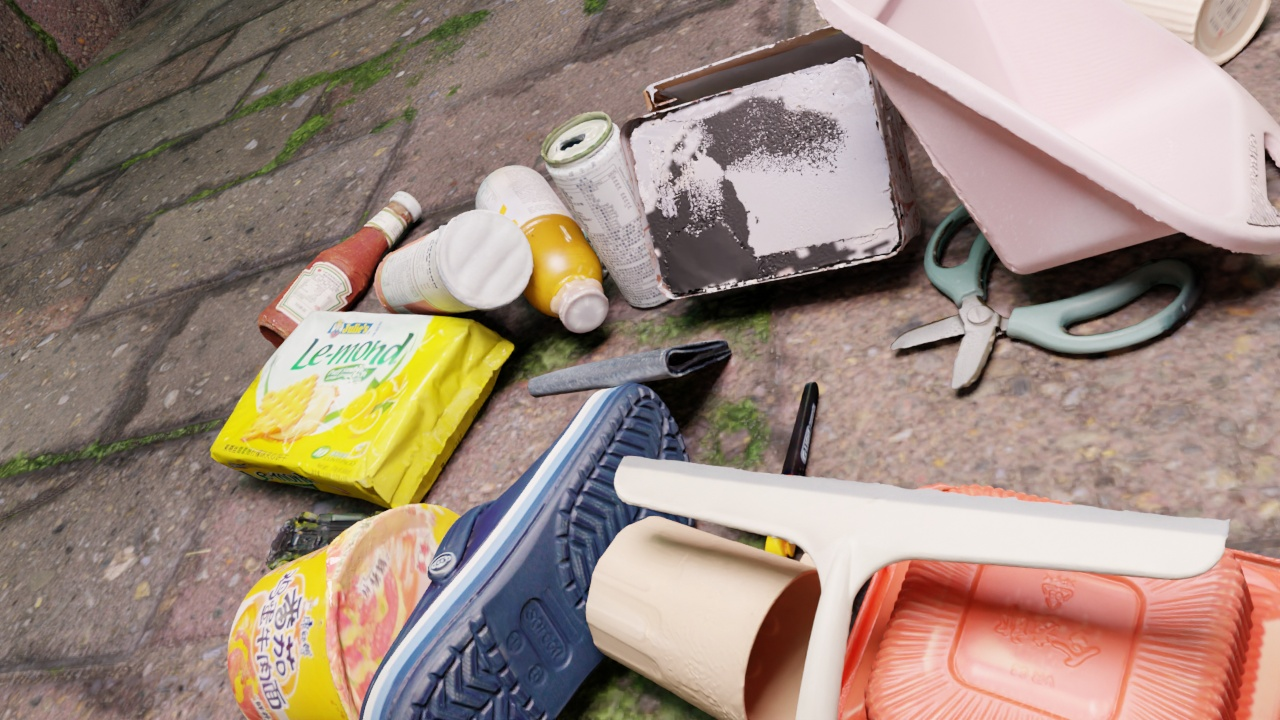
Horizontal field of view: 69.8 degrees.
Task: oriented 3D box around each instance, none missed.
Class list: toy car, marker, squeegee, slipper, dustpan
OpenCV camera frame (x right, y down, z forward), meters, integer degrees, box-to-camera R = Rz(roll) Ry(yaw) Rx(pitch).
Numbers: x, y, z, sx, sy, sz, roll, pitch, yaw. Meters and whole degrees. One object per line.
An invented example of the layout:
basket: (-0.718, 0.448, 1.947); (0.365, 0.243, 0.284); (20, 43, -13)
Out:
toy car: (-0.216, 0.136, 0.658); (0.105, 0.032, 0.048); (-4, 47, 16)
marker: (0.092, 0.062, 0.537); (0.015, 0.018, 0.123); (-6, 46, 30)
squeegee: (0.066, 0.166, 0.343); (0.247, 0.039, 0.246); (2, 82, 37)
slipper: (-0.059, 0.121, 0.506); (0.095, 0.105, 0.252); (-3, 38, 43)
dustpan: (0.246, -0.171, 0.507); (0.139, 0.273, 0.221); (-20, 28, 43)

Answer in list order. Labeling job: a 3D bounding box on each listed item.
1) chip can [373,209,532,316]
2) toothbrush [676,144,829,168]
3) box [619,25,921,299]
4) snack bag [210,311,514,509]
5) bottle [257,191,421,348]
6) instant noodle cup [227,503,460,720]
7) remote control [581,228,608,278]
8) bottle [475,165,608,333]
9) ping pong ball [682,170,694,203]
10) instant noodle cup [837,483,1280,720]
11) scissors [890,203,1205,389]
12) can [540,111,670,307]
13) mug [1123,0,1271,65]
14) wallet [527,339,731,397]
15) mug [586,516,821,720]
chip can: (-0.159, -0.070, 0.741); (0.071, 0.071, 0.215); (-50, 21, -19)
toothbrush: (0.064, -0.174, 0.786); (0.221, 0.026, 0.026); (13, 80, 41)
box: (0.105, -0.150, 0.673); (0.183, 0.157, 0.192); (-8, 11, 27)
snack bag: (-0.228, 0.038, 0.736); (0.247, 0.068, 0.157); (5, 53, 37)
bottle: (-0.295, -0.092, 0.921); (0.060, 0.060, 0.205); (9, 53, 39)
instant noodle cup: (-0.155, 0.159, 0.523); (0.110, 0.138, 0.137); (-17, 42, 30)
remote control: (-0.077, -0.094, 0.805); (0.135, 0.019, 0.056); (16, 61, 42)
bottle: (-0.078, -0.090, 0.735); (0.068, 0.068, 0.189); (-34, 46, -1)
ping pong ball: (0.034, -0.147, 0.769); (0.040, 0.040, 0.040); (-18, 42, 17)
instant noodle cup: (0.170, 0.126, 0.374); (0.189, 0.079, 0.164); (10, 59, 34)
scissors: (0.242, -0.047, 0.548); (0.179, 0.019, 0.169); (2, 50, 34)
can: (-0.015, -0.108, 0.679); (0.058, 0.147, 0.058); (-18, 42, 17)
mug: (0.370, -0.255, 0.633); (0.114, 0.082, 0.106); (-14, 35, -24)
wallet: (-0.004, 0.004, 0.605); (0.097, 0.019, 0.120); (-9, 2, 25)
mug: (0.047, 0.115, 0.465); (0.104, 0.084, 0.124); (12, 55, 43)
